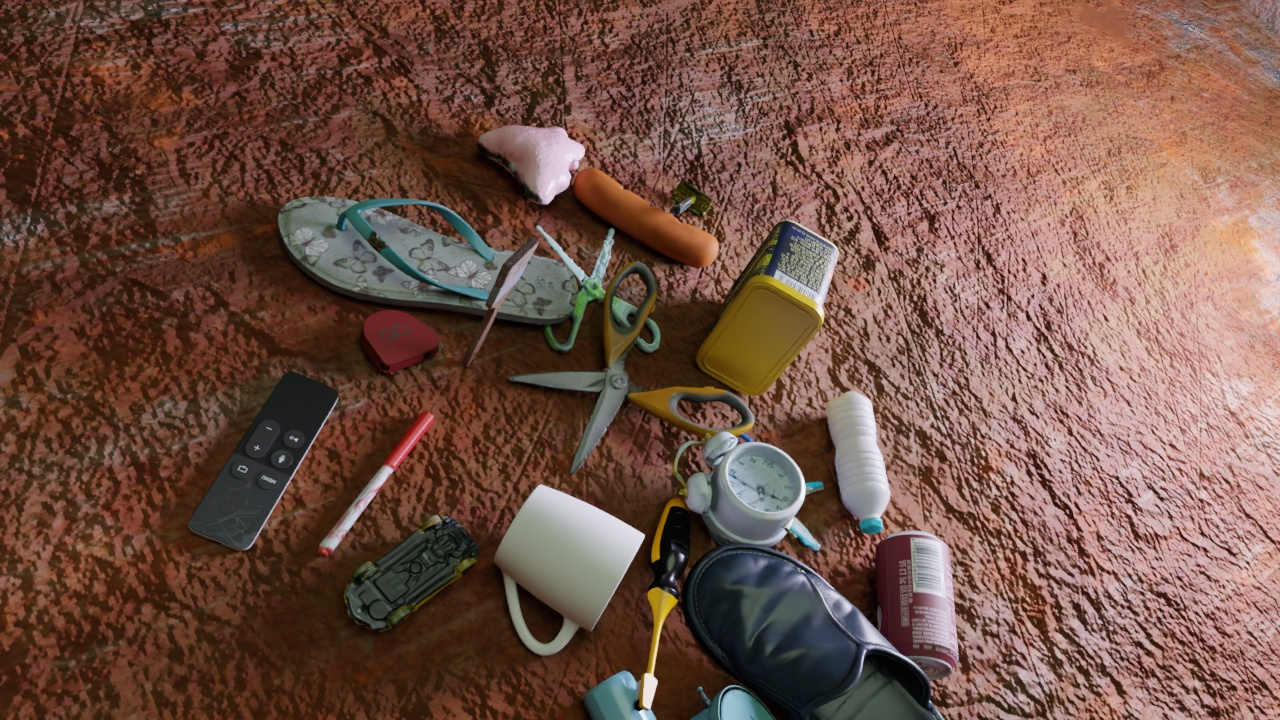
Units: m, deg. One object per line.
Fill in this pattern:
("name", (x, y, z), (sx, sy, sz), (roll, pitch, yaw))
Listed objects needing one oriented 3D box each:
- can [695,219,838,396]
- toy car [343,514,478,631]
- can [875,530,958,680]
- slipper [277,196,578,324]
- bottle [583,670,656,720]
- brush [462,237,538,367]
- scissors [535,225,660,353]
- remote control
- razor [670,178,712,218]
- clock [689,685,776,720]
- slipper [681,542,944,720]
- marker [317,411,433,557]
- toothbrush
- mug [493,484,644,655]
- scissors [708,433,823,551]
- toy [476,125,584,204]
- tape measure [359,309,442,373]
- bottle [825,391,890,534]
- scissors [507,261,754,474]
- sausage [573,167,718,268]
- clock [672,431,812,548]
("can", (0.121, -0.050, 0.864), (0.075, 0.136, 0.104), (29, 48, -3))
("toy car", (-0.164, 0.153, 0.659), (0.049, 0.030, 0.106), (48, 50, 11))
("can", (0.234, 0.207, 0.781), (0.063, 0.063, 0.113), (19, 52, -12))
("slipper", (-0.182, -0.089, 0.801), (0.268, 0.055, 0.098), (15, 55, -13))
("bottle", (0.006, 0.284, 0.640), (0.040, 0.040, 0.130), (-19, 67, -33))
("brush", (-0.120, -0.038, 0.739), (0.008, 0.143, 0.045), (35, 42, 0))
("scissors", (-0.042, -0.066, 0.882), (0.165, 0.024, 0.171), (22, 54, -2))
("remote control", (-0.276, 0.071, 0.679), (0.045, 0.008, 0.146), (24, 51, -7))
("razor", (0.046, -0.162, 0.949), (0.042, 0.026, 0.105), (37, 20, 0))
("clock", (0.073, 0.288, 0.634), (0.090, 0.053, 0.124), (37, 25, -33))
("slipper", (0.149, 0.238, 0.695), (0.265, 0.084, 0.108), (44, 72, 8))
("marker", (-0.199, 0.092, 0.698), (0.013, 0.013, 0.141), (32, 51, -1))
("toothbrush", (0.017, 0.179, 0.704), (0.031, 0.031, 0.196), (37, 35, -17))
("mug", (-0.063, 0.158, 0.682), (0.087, 0.081, 0.114), (30, 81, 5))
("scissors", (0.107, 0.116, 0.821), (0.133, 0.011, 0.140), (-11, 62, -27))
("toy", (-0.104, -0.206, 0.923), (0.102, 0.050, 0.093), (44, 54, 13))
("tape measure", (-0.203, -0.018, 0.768), (0.058, 0.019, 0.051), (-24, 68, -42))
("bottle", (0.205, 0.096, 0.858), (0.044, 0.044, 0.136), (10, 54, -18))
("scissors", (-0.005, 0.006, 0.825), (0.225, 0.016, 0.229), (8, 63, -12))
("sausage", (0.004, -0.144, 0.936), (0.164, 0.039, 0.044), (30, 44, -3))
("clock", (0.082, 0.107, 0.774), (0.117, 0.057, 0.083), (25, 50, 4))
